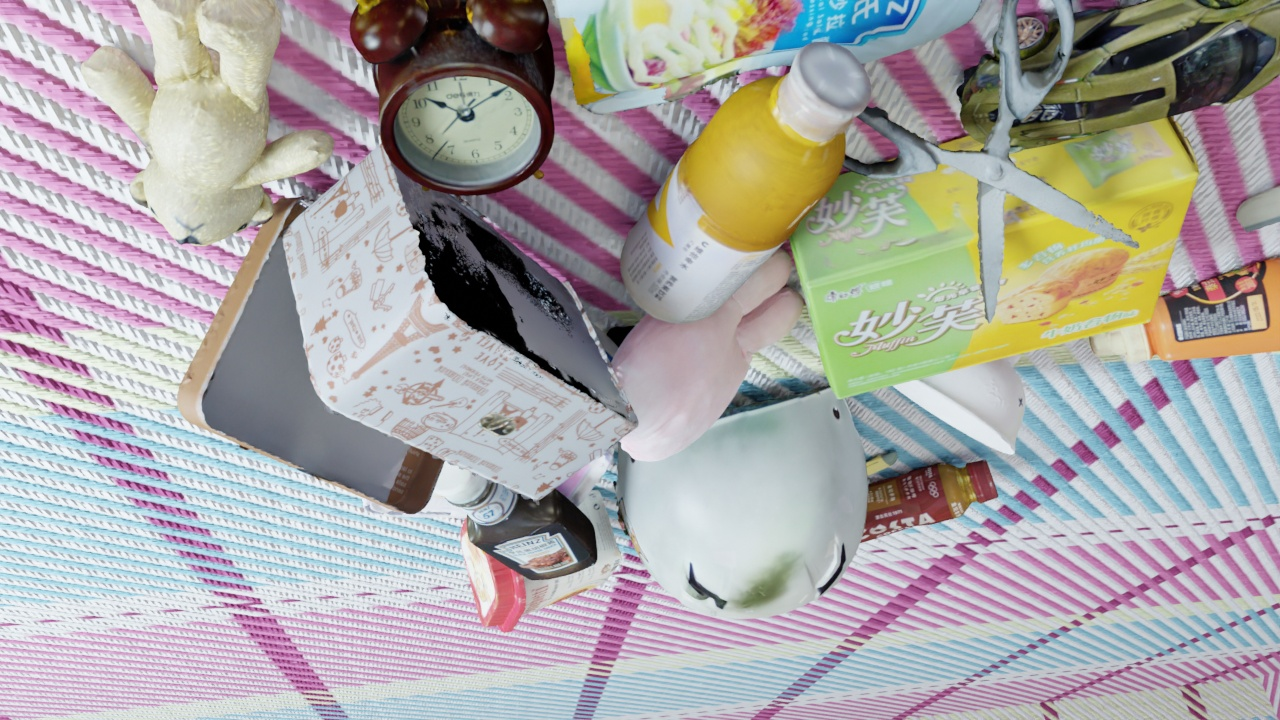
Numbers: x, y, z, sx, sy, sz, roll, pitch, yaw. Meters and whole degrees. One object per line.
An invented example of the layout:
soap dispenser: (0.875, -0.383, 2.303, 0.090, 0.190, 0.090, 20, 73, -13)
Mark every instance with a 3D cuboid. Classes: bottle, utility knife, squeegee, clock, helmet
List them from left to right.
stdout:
clock: (-0.078, -0.125, 0.397, 0.082, 0.055, 0.122, -6, 148, -4)
bottle: (-0.096, 0.118, 0.695, 0.080, 0.044, 0.195, -17, 147, 12)
bottle: (0.048, -0.083, 0.462, 0.068, 0.068, 0.190, 4, 156, -21)
helmet: (0.094, 0.143, 0.788, 0.230, 0.156, 0.274, -8, 150, 0)
utility knife: (0.166, 0.139, 0.934, 0.217, 0.022, 0.031, -33, 141, 24)
bottle: (0.267, 0.143, 0.928, 0.175, 0.057, 0.057, -19, 148, 17)
bottle: (0.414, -0.029, 0.679, 0.150, 0.066, 0.066, -14, 150, 24)
squeegee: (0.365, -0.161, 0.463, 0.246, 0.039, 0.247, 17, 160, -26)

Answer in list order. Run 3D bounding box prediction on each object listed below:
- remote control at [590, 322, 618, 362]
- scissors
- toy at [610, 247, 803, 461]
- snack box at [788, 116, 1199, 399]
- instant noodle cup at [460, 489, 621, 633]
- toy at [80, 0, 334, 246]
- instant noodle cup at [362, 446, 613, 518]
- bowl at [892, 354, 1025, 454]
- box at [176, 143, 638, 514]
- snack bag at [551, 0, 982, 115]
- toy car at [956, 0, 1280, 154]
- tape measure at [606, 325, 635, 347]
remote control: (-0.072, 0.002, 0.620, 0.125, 0.024, 0.049, -14, 140, 29)
scissors: (0.168, -0.093, 0.451, 0.159, 0.014, 0.179, 0, 124, 11)
toy: (0.041, -0.003, 0.594, 0.159, 0.054, 0.121, -41, 146, -8)
snack box: (0.204, -0.061, 0.559, 0.210, 0.070, 0.158, -16, 149, 12)
instant noodle cup: (-0.094, 0.179, 0.859, 0.124, 0.116, 0.117, -9, 152, -25)
toy: (-0.186, -0.104, 0.394, 0.105, 0.066, 0.158, 11, 151, -21)
instant noodle cup: (-0.120, 0.071, 0.710, 0.173, 0.060, 0.138, 4, 147, -22)
bowl: (0.240, 0.010, 0.679, 0.118, 0.118, 0.065, 32, 91, -48)
box: (-0.136, 0.004, 0.508, 0.174, 0.152, 0.182, -38, 142, 12)
snack bag: (0.058, -0.160, 0.391, 0.191, 0.038, 0.110, -11, 147, 0)
toy car: (0.236, -0.141, 0.441, 0.158, 0.042, 0.070, -10, 152, 28)
tape measure: (-0.004, 0.004, 0.645, 0.057, 0.039, 0.057, 6, 146, -23)
